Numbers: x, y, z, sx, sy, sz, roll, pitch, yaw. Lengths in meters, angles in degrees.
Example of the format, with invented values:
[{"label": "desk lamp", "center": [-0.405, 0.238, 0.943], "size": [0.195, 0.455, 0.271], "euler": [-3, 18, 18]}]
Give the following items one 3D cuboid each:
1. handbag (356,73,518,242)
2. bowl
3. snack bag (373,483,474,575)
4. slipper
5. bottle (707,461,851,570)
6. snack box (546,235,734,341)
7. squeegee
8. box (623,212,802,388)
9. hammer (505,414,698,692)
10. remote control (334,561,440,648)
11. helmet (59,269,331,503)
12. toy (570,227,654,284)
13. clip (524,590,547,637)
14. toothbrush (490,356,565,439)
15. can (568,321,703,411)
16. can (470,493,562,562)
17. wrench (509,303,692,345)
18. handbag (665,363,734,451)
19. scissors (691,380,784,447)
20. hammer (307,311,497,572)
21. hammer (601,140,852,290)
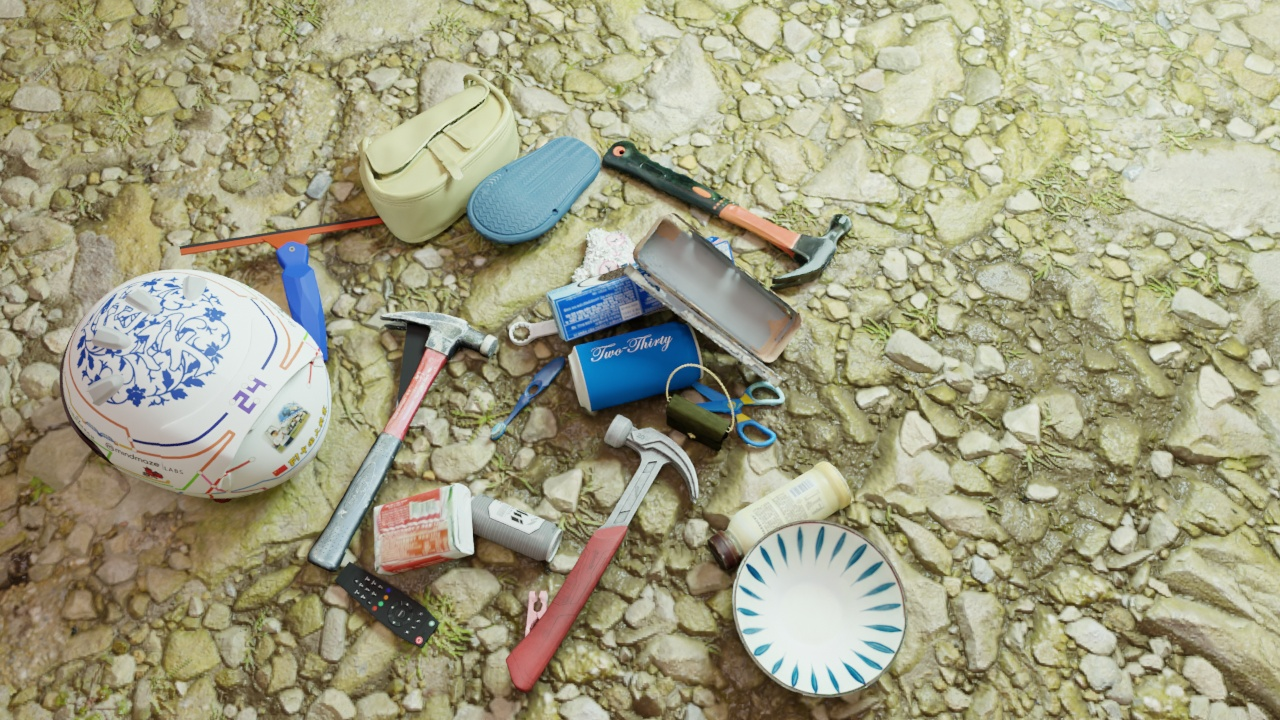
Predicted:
[{"label": "handbag", "center": [-0.261, -0.277, 1.199], "size": [0.232, 0.089, 0.191], "euler": [-36, 64, -16]}, {"label": "bowl", "center": [0.182, 0.261, 0.960], "size": [0.177, 0.071, 0.177], "euler": [0, 66, 1]}, {"label": "snack bag", "center": [-0.236, 0.184, 0.994], "size": [0.116, 0.036, 0.077], "euler": [-18, 65, 22]}, {"label": "slipper", "center": [-0.132, -0.216, 1.187], "size": [0.104, 0.059, 0.213], "euler": [41, 58, 8]}, {"label": "bottle", "center": [0.151, 0.173, 1.008], "size": [0.162, 0.057, 0.056], "euler": [-29, 69, -11]}, {"label": "snack box", "center": [0.002, -0.088, 1.106], "size": [0.226, 0.059, 0.059], "euler": [-19, 106, -7]}, {"label": "squeegee", "center": [-0.417, -0.084, 1.129], "size": [0.249, 0.055, 0.184], "euler": [-13, 78, -21]}, {"label": "box", "center": [0.091, -0.071, 1.049], "size": [0.216, 0.096, 0.105], "euler": [36, 85, -14]}, {"label": "hammer", "center": [-0.046, 0.212, 0.993], "size": [0.126, 0.036, 0.314], "euler": [28, 64, 9]}, {"label": "remote control", "center": [-0.276, 0.263, 0.996], "size": [0.125, 0.010, 0.039], "euler": [31, 70, 13]}, {"label": "helmet", "center": [-0.487, 0.016, 0.986], "size": [0.314, 0.236, 0.230], "euler": [26, 66, 11]}, {"label": "toy", "center": [-0.027, -0.124, 1.153], "size": [0.109, 0.041, 0.095], "euler": [12, 67, 4]}, {"label": "clip", "center": [-0.105, 0.275, 0.984], "size": [0.037, 0.022, 0.058], "euler": [-5, 64, 2]}, {"label": "toothbrush", "center": [-0.134, 0.043, 1.092], "size": [0.021, 0.016, 0.132], "euler": [36, 71, 13]}, {"label": "can", "center": [-0.006, 0.006, 1.072], "size": [0.146, 0.079, 0.079], "euler": [-14, 66, -6]}, {"label": "can", "center": [-0.142, 0.185, 1.012], "size": [0.106, 0.044, 0.043], "euler": [21, 67, 9]}, {"label": "wrench", "center": [-0.028, -0.059, 1.140], "size": [0.273, 0.009, 0.047], "euler": [-12, 66, -5]}, {"label": "handbag", "center": [0.064, 0.048, 0.998], "size": [0.084, 0.178, 0.027], "euler": [27, 68, 12]}, {"label": "scissors", "center": [0.112, 0.046, 1.089], "size": [0.132, 0.019, 0.104], "euler": [31, 66, 13]}, {"label": "hammer", "center": [-0.297, 0.085, 1.065], "size": [0.140, 0.036, 0.325], "euler": [21, 68, 8]}, {"label": "hammer", "center": [0.098, -0.203, 1.195], "size": [0.333, 0.033, 0.132], "euler": [30, 70, 14]}]
